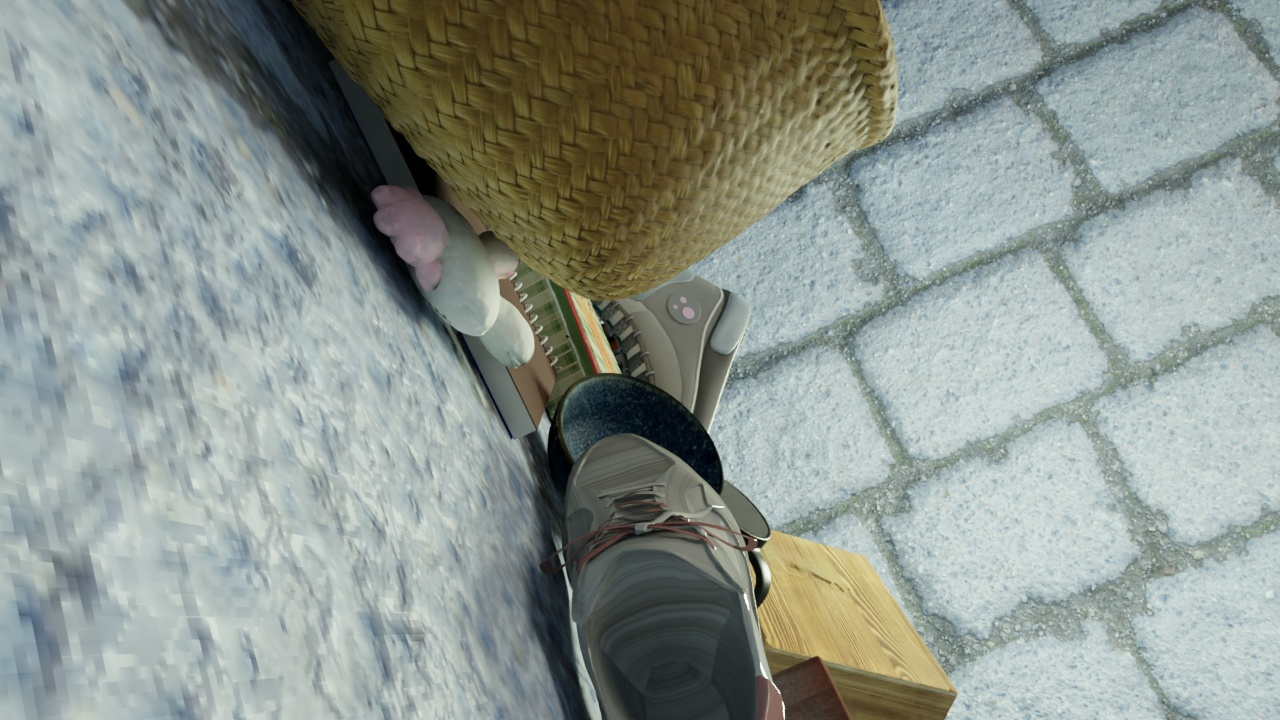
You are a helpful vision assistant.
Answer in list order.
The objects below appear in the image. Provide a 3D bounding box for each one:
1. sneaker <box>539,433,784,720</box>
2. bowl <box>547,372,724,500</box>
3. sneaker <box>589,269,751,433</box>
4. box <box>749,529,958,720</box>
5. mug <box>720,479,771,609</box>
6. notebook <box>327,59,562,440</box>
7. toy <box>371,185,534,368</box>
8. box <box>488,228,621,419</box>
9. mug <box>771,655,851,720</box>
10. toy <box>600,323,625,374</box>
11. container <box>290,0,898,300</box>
[{"bbox_3d":[0.008,0.096,0.399,0.235,0.099,0.090,-110,-170,-51],"label":"sneaker"},{"bbox_3d":[-0.012,0.069,0.565,0.114,0.061,0.114,23,37,-18],"label":"bowl"},{"bbox_3d":[-0.004,0.006,0.838,0.160,0.255,0.093,34,-34,-11],"label":"sneaker"},{"bbox_3d":[0.183,0.420,1.100,0.279,0.286,0.337,-113,-140,-70],"label":"box"},{"bbox_3d":[0.062,0.165,0.770,0.078,0.088,0.113,22,24,-49],"label":"mug"},{"bbox_3d":[-0.105,-0.069,0.549,0.171,0.022,0.209,-98,163,-80],"label":"notebook"},{"bbox_3d":[-0.086,-0.043,0.427,0.122,0.038,0.079,43,26,-64],"label":"toy"},{"bbox_3d":[-0.060,-0.026,0.729,0.205,0.051,0.117,68,9,30],"label":"box"},{"bbox_3d":[0.101,0.278,0.632,0.096,0.110,0.123,-96,161,-69],"label":"mug"},{"bbox_3d":[-0.001,0.039,0.951,0.096,0.112,0.176,-3,62,-54],"label":"toy"},{"bbox_3d":[-0.041,-0.185,0.451,0.307,0.196,0.307,52,4,-6],"label":"container"}]
